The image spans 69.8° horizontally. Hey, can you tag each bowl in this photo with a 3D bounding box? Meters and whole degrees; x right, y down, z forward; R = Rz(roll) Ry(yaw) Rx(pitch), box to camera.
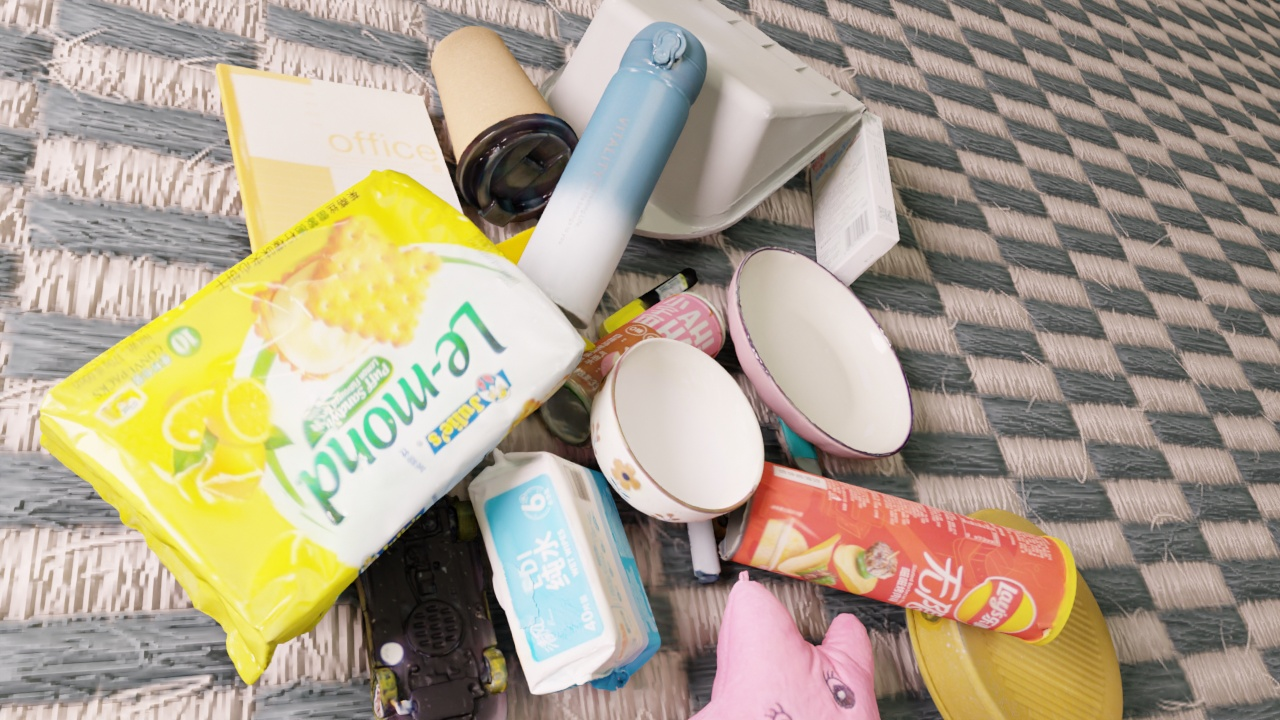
[{"bbox_3d":[0.013,0.049,0.557,0.113,0.062,0.113,23,49,-29],"label":"bowl"}]

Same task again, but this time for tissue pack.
[{"bbox_3d":[-0.043,0.118,0.518,0.140,0.063,0.090,69,11,20],"label":"tissue pack"}]

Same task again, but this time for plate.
[{"bbox_3d":[0.136,-0.002,0.725,0.192,0.039,0.192,25,44,-28],"label":"plate"}]

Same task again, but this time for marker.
[{"bbox_3d":[0.035,0.083,0.617,0.018,0.023,0.130,-7,81,-9],"label":"marker"},{"bbox_3d":[0.008,-0.044,0.707,0.018,0.015,0.123,50,46,3],"label":"marker"}]

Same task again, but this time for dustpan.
[{"bbox_3d":[0.036,-0.210,0.786,0.222,0.143,0.257,40,31,11],"label":"dustpan"}]

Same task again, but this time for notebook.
[{"bbox_3d":[-0.187,-0.113,0.600,0.145,0.010,0.206,0,54,-35],"label":"notebook"}]

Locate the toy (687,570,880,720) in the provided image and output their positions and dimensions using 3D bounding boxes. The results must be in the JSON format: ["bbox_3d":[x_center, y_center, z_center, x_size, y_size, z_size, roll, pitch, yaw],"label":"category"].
[{"bbox_3d":[0.079,0.214,0.537,0.194,0.075,0.178,-10,75,-36],"label":"toy"}]

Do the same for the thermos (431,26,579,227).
[{"bbox_3d":[-0.106,-0.177,0.679,0.092,0.093,0.143,-6,56,-34],"label":"thermos"}]

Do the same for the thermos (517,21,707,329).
[{"bbox_3d":[-0.020,-0.132,0.643,0.070,0.070,0.220,27,82,-14],"label":"thermos"}]

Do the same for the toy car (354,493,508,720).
[{"bbox_3d":[-0.117,0.135,0.492,0.070,0.042,0.158,-1,56,-27],"label":"toy car"}]

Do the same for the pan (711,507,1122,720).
[{"bbox_3d":[0.204,0.175,0.663,0.357,0.078,0.197,31,48,-19],"label":"pan"}]

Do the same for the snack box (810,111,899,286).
[{"bbox_3d":[0.192,-0.146,0.836,0.027,0.085,0.156,18,53,-19],"label":"snack box"}]

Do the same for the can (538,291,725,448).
[{"bbox_3d":[-0.004,0.004,0.638,0.058,0.058,0.146,50,48,6],"label":"can"}]

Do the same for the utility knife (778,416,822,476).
[{"bbox_3d":[0.114,0.022,0.729,0.029,0.013,0.160,9,54,-30],"label":"utility knife"}]

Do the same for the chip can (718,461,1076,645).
[{"bbox_3d":[0.163,0.122,0.592,0.216,0.073,0.073,16,52,-3],"label":"chip can"}]

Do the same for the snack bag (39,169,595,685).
[{"bbox_3d":[-0.154,0.016,0.472,0.158,0.068,0.245,43,61,3],"label":"snack bag"}]

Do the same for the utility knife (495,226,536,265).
[{"bbox_3d":[-0.095,-0.069,0.658,0.172,0.015,0.033,-34,87,-42],"label":"utility knife"}]
